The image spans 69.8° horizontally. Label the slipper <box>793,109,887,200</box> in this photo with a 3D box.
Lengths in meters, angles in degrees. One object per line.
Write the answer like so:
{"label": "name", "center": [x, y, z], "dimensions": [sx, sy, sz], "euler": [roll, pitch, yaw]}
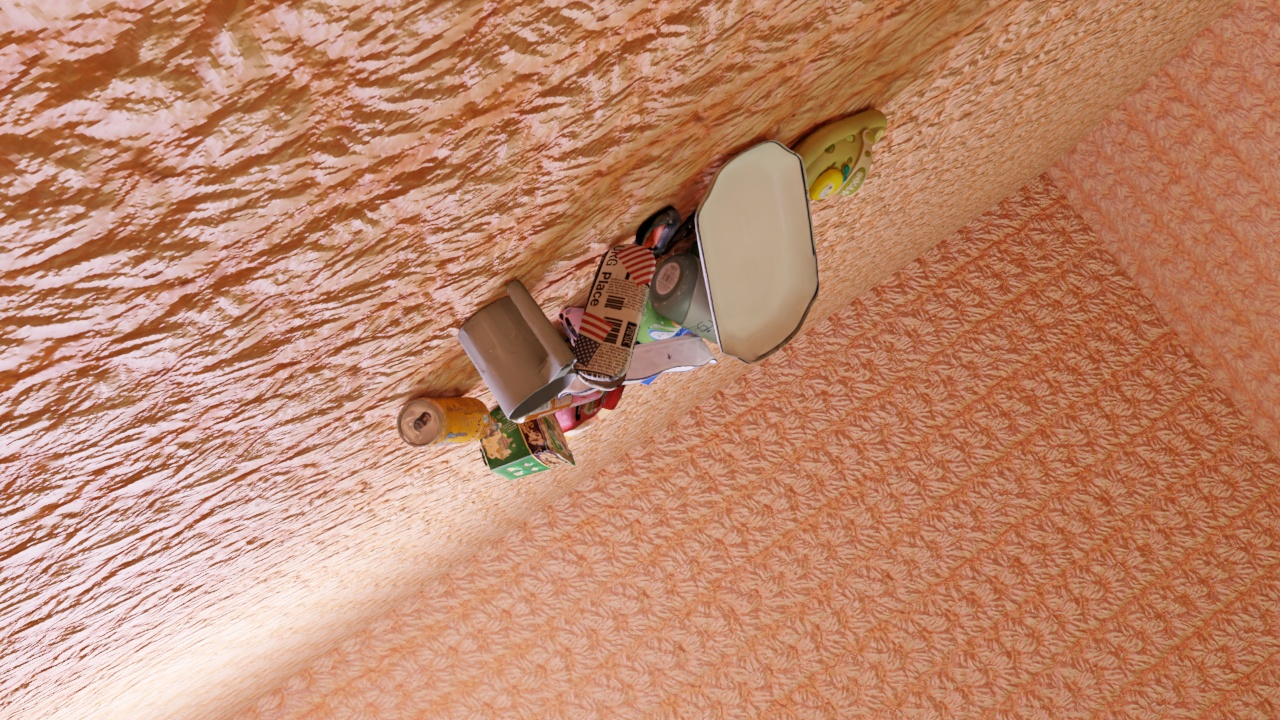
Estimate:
{"label": "slipper", "center": [0.246, -0.244, 1.118], "dimensions": [0.190, 0.081, 0.092], "euler": [-32, 168, -32]}

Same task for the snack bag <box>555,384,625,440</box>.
{"label": "snack bag", "center": [-0.081, 0.062, 1.427], "dimensions": [0.208, 0.073, 0.128], "euler": [-30, -153, 50]}

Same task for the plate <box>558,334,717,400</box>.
{"label": "plate", "center": [-0.007, 0.007, 1.171], "dimensions": [0.205, 0.045, 0.205], "euler": [-12, 178, -1]}

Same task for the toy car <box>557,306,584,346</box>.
{"label": "toy car", "center": [-0.062, -0.040, 1.136], "dimensions": [0.037, 0.056, 0.122], "euler": [-34, 171, 15]}

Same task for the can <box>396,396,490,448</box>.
{"label": "can", "center": [-0.233, 0.073, 1.099], "dimensions": [0.058, 0.058, 0.146], "euler": [-36, 171, 10]}

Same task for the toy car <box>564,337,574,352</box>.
{"label": "toy car", "center": [-0.123, 0.005, 1.196], "dimensions": [0.071, 0.041, 0.155], "euler": [-38, 169, 16]}

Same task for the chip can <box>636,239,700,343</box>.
{"label": "chip can", "center": [0.064, -0.100, 1.227], "dimensions": [0.072, 0.072, 0.237], "euler": [-27, 169, -40]}

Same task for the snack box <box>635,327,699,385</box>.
{"label": "snack box", "center": [0.043, -0.040, 1.360], "dimensions": [0.026, 0.084, 0.158], "euler": [22, 133, -26]}

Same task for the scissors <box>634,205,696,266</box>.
{"label": "scissors", "center": [0.030, -0.134, 1.089], "dimensions": [0.224, 0.021, 0.221], "euler": [-35, 170, 0]}

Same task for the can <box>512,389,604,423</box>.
{"label": "can", "center": [-0.121, 0.044, 1.290], "dimensions": [0.147, 0.058, 0.058], "euler": [-16, 160, -41]}

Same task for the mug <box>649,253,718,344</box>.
{"label": "mug", "center": [0.081, -0.083, 1.110], "dimensions": [0.106, 0.082, 0.112], "euler": [27, 133, -33]}

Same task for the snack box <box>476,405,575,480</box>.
{"label": "snack box", "center": [-0.176, 0.116, 1.363], "dimensions": [0.106, 0.118, 0.117], "euler": [-25, 158, 6]}

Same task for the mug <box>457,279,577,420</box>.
{"label": "mug", "center": [-0.119, -0.013, 0.928], "dimensions": [0.083, 0.103, 0.124], "euler": [-27, 167, -38]}

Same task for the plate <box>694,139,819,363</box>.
{"label": "plate", "center": [0.129, -0.121, 1.046], "dimensions": [0.161, 0.034, 0.266], "euler": [-33, 129, -22]}

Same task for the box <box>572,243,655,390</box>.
{"label": "box", "center": [-0.028, -0.053, 0.967], "dimensions": [0.079, 0.074, 0.163], "euler": [131, -22, -68]}
